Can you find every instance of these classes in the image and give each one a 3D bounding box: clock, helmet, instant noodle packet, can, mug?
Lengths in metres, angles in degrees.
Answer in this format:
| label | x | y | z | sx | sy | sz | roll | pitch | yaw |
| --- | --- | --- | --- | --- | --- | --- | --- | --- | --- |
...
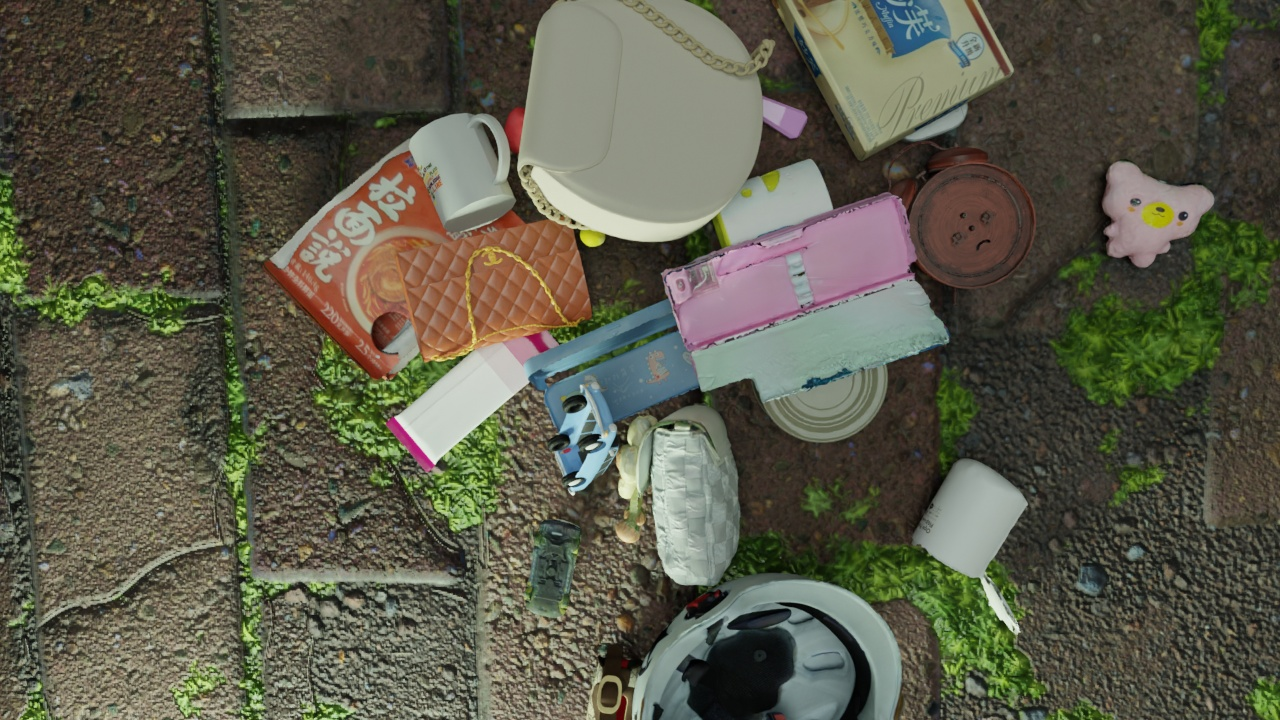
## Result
| label | x | y | z | sx | sy | sz | roll | pitch | yaw |
| --- | --- | --- | --- | --- | --- | --- | --- | --- | --- |
| clock | 0.302 | -0.142 | 0.889 | 0.120 | 0.072 | 0.157 | -36 | 93 | 6 |
| helmet | 0.116 | 0.317 | 0.897 | 0.236 | 0.163 | 0.264 | 41 | 90 | -7 |
| instant noodle packet | -0.241 | -0.110 | 0.940 | 0.220 | 0.084 | 0.164 | -44 | 91 | -6 |
| can | 0.175 | 0.015 | 0.910 | 0.128 | 0.073 | 0.128 | 0 | 95 | 3 |
| mug | -0.164 | -0.189 | 0.887 | 0.105 | 0.073 | 0.089 | -30 | 82 | 39 |
| mug | 0.127 | -0.141 | 0.895 | 0.106 | 0.082 | 0.082 | -19 | 94 | 3 |

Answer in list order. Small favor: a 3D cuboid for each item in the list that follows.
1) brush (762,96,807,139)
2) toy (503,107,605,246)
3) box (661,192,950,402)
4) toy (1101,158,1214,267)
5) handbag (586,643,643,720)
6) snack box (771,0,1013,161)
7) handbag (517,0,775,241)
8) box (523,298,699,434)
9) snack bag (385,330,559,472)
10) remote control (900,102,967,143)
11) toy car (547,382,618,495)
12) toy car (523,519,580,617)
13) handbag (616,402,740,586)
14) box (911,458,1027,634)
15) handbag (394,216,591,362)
| label | x | y | z | sx | sy | sz | roll | pitch | yaw |
| --- | --- | --- | --- | --- | --- | --- | --- | --- | --- |
| brush | 0.060 | -0.283 | 0.905 | 0.228 | 0.043 | 0.089 | 27 | 96 | 1 |
| toy | -0.061 | -0.186 | 0.899 | 0.131 | 0.124 | 0.097 | 41 | 119 | 17 |
| box | 0.149 | -0.049 | 0.848 | 0.230 | 0.066 | 0.158 | -19 | 81 | 2 |
| toy | 0.489 | -0.140 | 0.890 | 0.102 | 0.050 | 0.093 | 22 | 101 | 4 |
| handbag | -0.025 | 0.376 | 0.922 | 0.063 | 0.138 | 0.166 | 3 | 94 | 1 |
| snack box | 0.229 | -0.319 | 0.867 | 0.153 | 0.055 | 0.207 | -28 | 91 | 7 |
| handbag | 0.004 | -0.218 | 0.816 | 0.208 | 0.103 | 0.210 | 9 | 80 | -11 |
| box | -0.008 | -0.002 | 0.935 | 0.209 | 0.049 | 0.120 | -23 | 128 | 5 |
| snack bag | -0.173 | 0.030 | 0.960 | 0.196 | 0.016 | 0.070 | -41 | 90 | 6 |
| remote control | 0.267 | -0.292 | 0.903 | 0.074 | 0.019 | 0.151 | -18 | 92 | 7 |
| toy car | -0.051 | 0.077 | 0.899 | 0.054 | 0.154 | 0.056 | -13 | 64 | -24 |
| toy car | -0.092 | 0.216 | 0.964 | 0.048 | 0.033 | 0.105 | 11 | 100 | 0 |
| handbag | 0.035 | 0.136 | 0.913 | 0.123 | 0.112 | 0.171 | -5 | 95 | 13 |
| box | 0.348 | 0.185 | 0.915 | 0.143 | 0.083 | 0.137 | 30 | 97 | -5 |
| handbag | -0.141 | -0.070 | 0.901 | 0.171 | 0.060 | 0.109 | -16 | 98 | -17 |
